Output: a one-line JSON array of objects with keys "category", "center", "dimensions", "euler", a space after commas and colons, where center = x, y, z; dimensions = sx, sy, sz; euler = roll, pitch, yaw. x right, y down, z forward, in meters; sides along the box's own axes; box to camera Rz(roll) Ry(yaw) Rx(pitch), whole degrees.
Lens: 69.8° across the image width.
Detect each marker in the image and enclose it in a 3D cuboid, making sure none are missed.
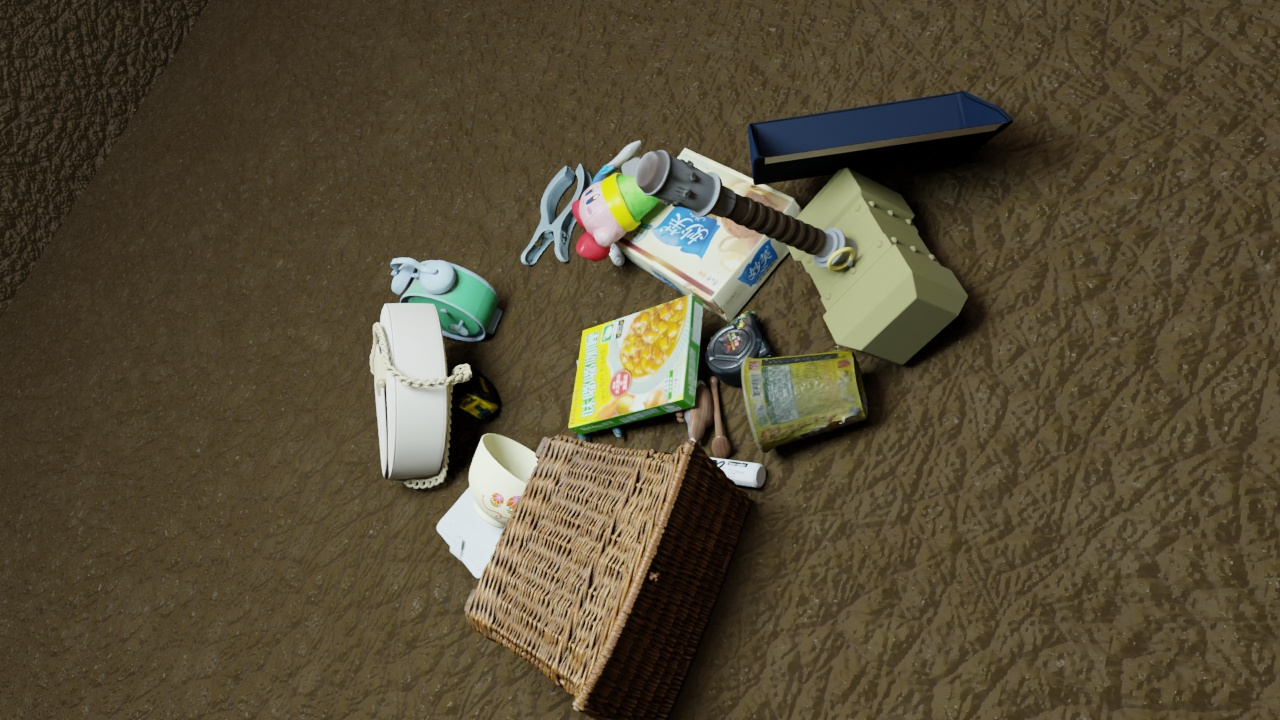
[{"category": "marker", "center": [0.071, 0.113, 0.961], "dimensions": [0.126, 0.025, 0.025], "euler": [3, 64, 37]}, {"category": "marker", "center": [-0.046, -0.172, 1.231], "dimensions": [0.020, 0.017, 0.133], "euler": [-34, 48, 10]}]

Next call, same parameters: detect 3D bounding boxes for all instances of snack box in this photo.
[{"category": "snack box", "center": [0.079, -0.156, 1.107], "dimensions": [0.153, 0.055, 0.207], "euler": [-50, 46, -2]}, {"category": "snack box", "center": [-0.006, 0.006, 1.038], "dimensions": [0.168, 0.027, 0.131], "euler": [-17, 55, 37]}]

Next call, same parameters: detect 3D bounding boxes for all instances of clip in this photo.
[{"category": "clip", "center": [-0.126, -0.205, 1.304], "dimensions": [0.108, 0.028, 0.163], "euler": [-4, 59, 35]}]

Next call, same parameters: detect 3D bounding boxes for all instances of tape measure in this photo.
[{"category": "tape measure", "center": [0.108, -0.009, 1.003], "dimensions": [0.072, 0.042, 0.071], "euler": [-29, 50, 12]}, {"category": "tape measure", "center": [-0.213, 0.043, 1.179], "dimensions": [0.038, 0.062, 0.067], "euler": [-36, 49, 10]}]

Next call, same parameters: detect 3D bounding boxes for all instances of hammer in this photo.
[{"category": "hammer", "center": [0.134, -0.123, 0.853], "dimensions": [0.101, 0.324, 0.190], "euler": [-49, 41, 33]}]

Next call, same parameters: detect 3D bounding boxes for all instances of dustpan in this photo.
[{"category": "dustpan", "center": [0.233, -0.247, 0.974], "dimensions": [0.236, 0.273, 0.080], "euler": [-7, 92, 7]}]

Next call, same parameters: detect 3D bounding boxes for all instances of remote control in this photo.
[{"category": "remote control", "center": [-0.005, -0.223, 1.238], "dimensions": [0.033, 0.013, 0.136], "euler": [-23, 50, 20]}]

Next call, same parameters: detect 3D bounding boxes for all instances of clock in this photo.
[{"category": "clock", "center": [-0.270, -0.086, 1.234], "dimensions": [0.122, 0.161, 0.075], "euler": [2, 62, 36]}]

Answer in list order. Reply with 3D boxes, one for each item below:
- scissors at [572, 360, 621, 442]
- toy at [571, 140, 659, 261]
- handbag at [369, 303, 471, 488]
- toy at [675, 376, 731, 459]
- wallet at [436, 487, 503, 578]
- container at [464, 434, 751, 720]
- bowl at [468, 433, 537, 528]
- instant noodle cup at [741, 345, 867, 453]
[{"category": "scissors", "center": [-0.054, 0.054, 1.091], "dimensions": [0.149, 0.019, 0.122], "euler": [22, 80, 47]}, {"category": "toy", "center": [-0.019, -0.193, 1.122], "dimensions": [0.132, 0.096, 0.124], "euler": [-43, 35, 33]}, {"category": "handbag", "center": [-0.285, 0.036, 1.165], "dimensions": [0.209, 0.103, 0.210], "euler": [109, 152, -43]}, {"category": "toy", "center": [0.066, 0.059, 0.991], "dimensions": [0.055, 0.042, 0.101], "euler": [-8, 47, 5]}, {"category": "wallet", "center": [-0.190, 0.200, 1.085], "dimensions": [0.116, 0.032, 0.086], "euler": [27, 77, 43]}, {"category": "container", "center": [-0.038, 0.198, 0.878], "dimensions": [0.183, 0.162, 0.249], "euler": [13, 69, 32]}, {"category": "bowl", "center": [-0.150, 0.148, 1.040], "dimensions": [0.074, 0.118, 0.118], "euler": [-55, 46, 8]}, {"category": "instant noodle cup", "center": [0.163, 0.034, 0.907], "dimensions": [0.108, 0.102, 0.102], "euler": [-12, 55, 18]}]
